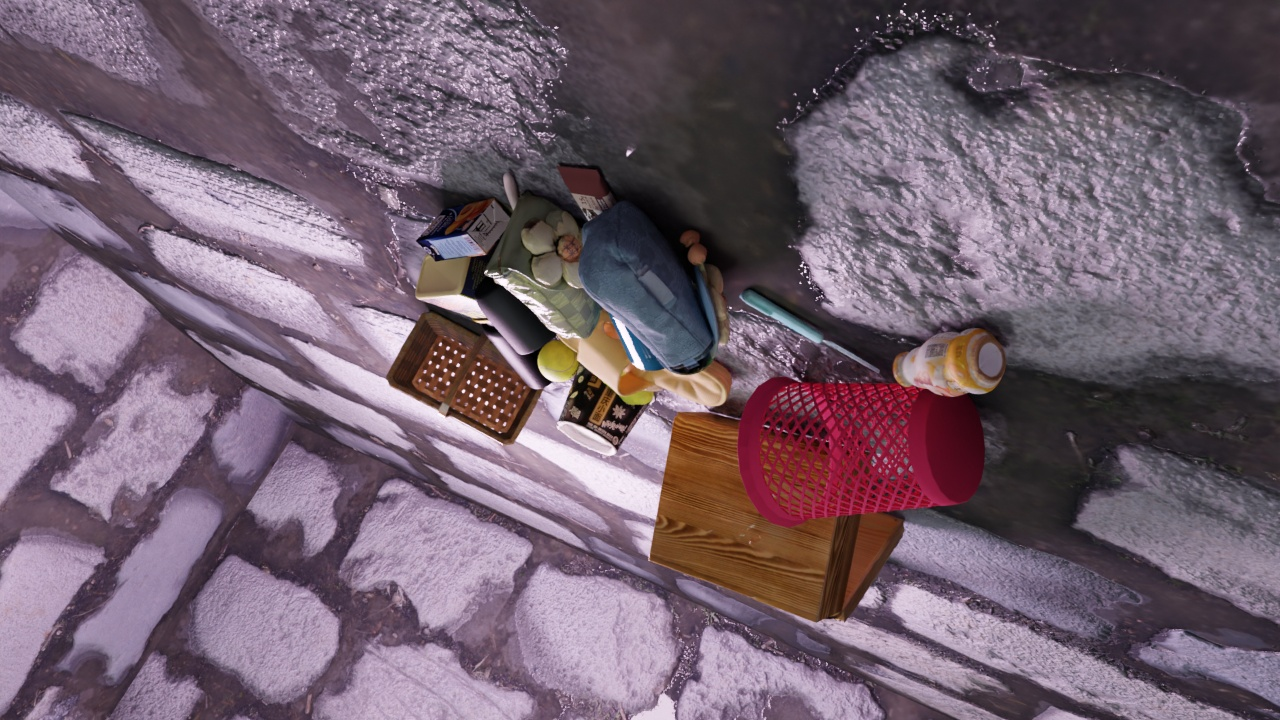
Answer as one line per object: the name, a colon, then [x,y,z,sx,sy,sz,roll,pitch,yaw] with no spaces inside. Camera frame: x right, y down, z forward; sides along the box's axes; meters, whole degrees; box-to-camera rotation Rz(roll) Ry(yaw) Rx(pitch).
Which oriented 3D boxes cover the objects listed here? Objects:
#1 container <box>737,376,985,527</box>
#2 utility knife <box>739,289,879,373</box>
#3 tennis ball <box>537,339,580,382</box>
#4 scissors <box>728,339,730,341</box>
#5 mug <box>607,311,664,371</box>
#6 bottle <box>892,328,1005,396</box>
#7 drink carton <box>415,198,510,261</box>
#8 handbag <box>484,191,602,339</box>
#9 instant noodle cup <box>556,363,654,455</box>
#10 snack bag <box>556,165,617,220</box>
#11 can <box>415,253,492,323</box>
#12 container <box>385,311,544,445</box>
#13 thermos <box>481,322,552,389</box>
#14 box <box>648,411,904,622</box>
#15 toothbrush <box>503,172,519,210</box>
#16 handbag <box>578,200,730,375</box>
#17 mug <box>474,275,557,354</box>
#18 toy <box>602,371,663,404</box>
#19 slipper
container: [0.256,0.100,1.046,0.226,0.182,0.183,-9,140,47]
utility knife: [0.189,-0.029,1.018,0.179,0.015,0.022,31,161,-3]
tennis ball: [-0.125,0.000,1.409,0.065,0.065,0.065,24,160,9]
scissors: [0.059,-0.068,1.080,0.128,0.019,0.141,24,159,14]
mug: [0.003,-0.047,1.108,0.078,0.078,0.121,18,161,24]
bottle: [0.298,0.004,0.896,0.063,0.063,0.109,36,158,-21]
drink carton: [-0.220,-0.161,1.142,0.130,0.064,0.040,1,139,50]
handbag: [-0.088,-0.105,1.064,0.117,0.113,0.186,0,151,36]
instant noodle cup: [-0.061,0.078,1.449,0.137,0.112,0.137,23,160,9]
snack bag: [-0.038,-0.152,1.000,0.057,0.013,0.158,15,153,34]
can: [-0.223,-0.101,1.232,0.104,0.075,0.135,19,169,-38]
container: [-0.297,0.031,1.576,0.250,0.157,0.186,28,171,-1]
thermos: [-0.196,-0.036,1.416,0.061,0.061,0.231,17,157,27]
box: [0.218,0.245,1.387,0.280,0.282,0.314,13,-177,33]
toothbrush: [-0.147,-0.171,1.098,0.018,0.015,0.181,29,161,13]
handbag: [0.025,-0.082,0.969,0.119,0.121,0.192,-28,125,23]
mug: [-0.138,-0.082,1.152,0.094,0.121,0.085,51,169,-26]
toy: [-0.009,0.025,1.348,0.092,0.046,0.115,44,145,-12]
slipper: [-0.007,0.007,1.241,0.263,0.078,0.100,22,147,5]
